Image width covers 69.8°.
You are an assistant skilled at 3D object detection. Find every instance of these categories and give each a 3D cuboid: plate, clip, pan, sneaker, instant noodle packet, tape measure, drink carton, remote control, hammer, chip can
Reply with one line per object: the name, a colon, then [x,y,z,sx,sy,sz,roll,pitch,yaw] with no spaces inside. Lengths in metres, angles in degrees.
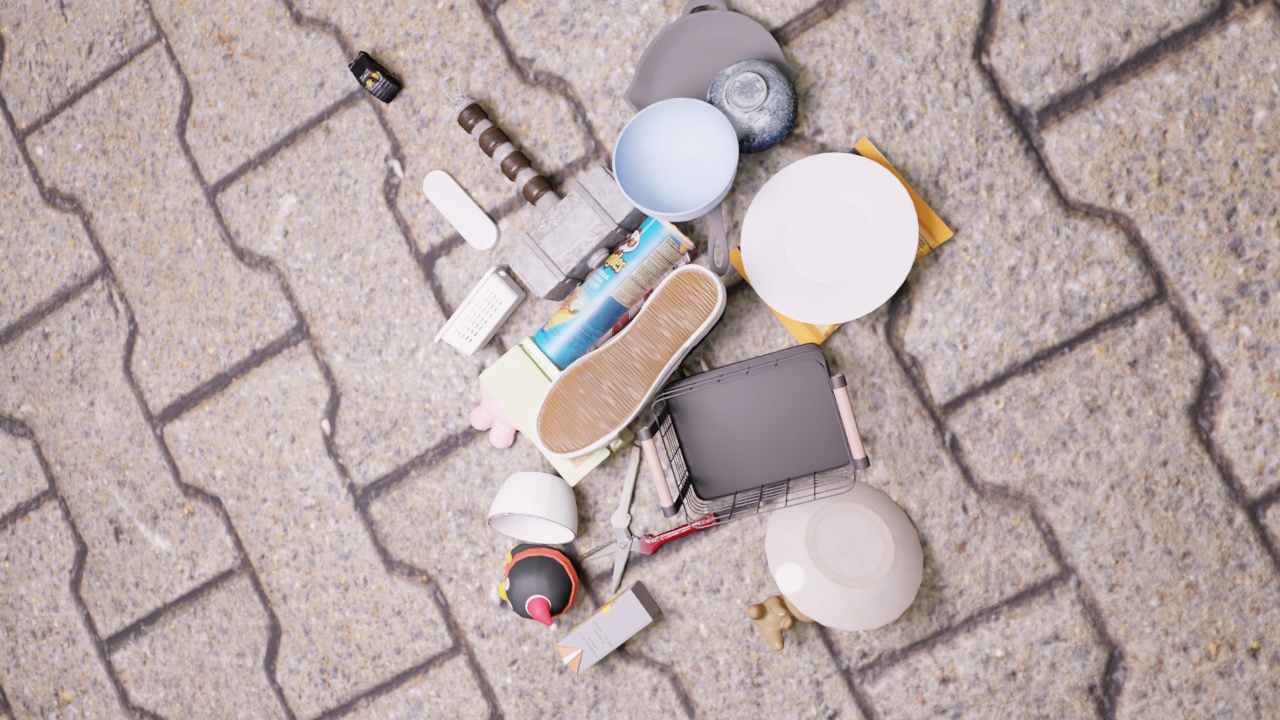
plate: [0.223,-0.145,1.095,0.209,0.015,0.208,-3,82,20]
clip: [0.086,0.021,1.166,0.060,0.024,0.041,44,102,1]
pan: [0.090,-0.279,1.146,0.217,0.024,0.354,-4,85,13]
plate: [0.242,0.219,1.077,0.188,0.027,0.188,2,59,-4]
sneaker: [-0.007,0.007,1.121,0.295,0.127,0.120,-44,73,6]
instant noodle packet: [0.240,-0.140,1.120,0.221,0.032,0.160,-41,80,11]
tape measure: [-0.354,-0.380,1.239,0.038,0.062,0.067,-47,43,9]
drink carton: [-0.042,0.343,1.176,0.125,0.076,0.048,-38,83,7]
remote control: [-0.243,-0.203,1.243,0.043,0.013,0.136,-44,82,10]
hammer: [-0.156,-0.244,1.188,0.177,0.079,0.326,-43,81,10]
chip can: [-0.031,-0.086,1.164,0.230,0.079,0.080,-44,82,11]

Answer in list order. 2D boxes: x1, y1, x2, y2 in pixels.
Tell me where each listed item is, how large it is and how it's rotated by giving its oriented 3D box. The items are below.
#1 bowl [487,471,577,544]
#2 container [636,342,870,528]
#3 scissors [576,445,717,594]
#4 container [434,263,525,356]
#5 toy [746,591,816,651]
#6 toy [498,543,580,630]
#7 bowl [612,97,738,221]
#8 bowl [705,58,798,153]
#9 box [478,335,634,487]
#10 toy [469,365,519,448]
bowl: [-0.133,0.188,1.179,0.116,0.116,0.065,2,62,13]
container: [0.135,0.088,1.087,0.242,0.130,0.163,-16,97,13]
scissors: [-0.003,0.203,1.194,0.199,0.015,0.179,-18,88,14]
container: [-0.205,-0.062,1.206,0.049,0.080,0.129,40,99,-2]
toy: [0.186,0.292,1.114,0.108,0.106,0.134,-36,87,0]
toy: [-0.130,0.288,1.173,0.100,0.119,0.097,-6,93,7]
bowl: [0.047,-0.228,1.095,0.151,0.075,0.150,-3,74,12]
bowl: [0.129,-0.311,1.096,0.114,0.060,0.114,-1,86,14]
box: [-0.100,0.053,1.165,0.188,0.130,0.064,49,144,9]
toy: [-0.179,0.064,1.217,0.108,0.053,0.105,41,114,8]
